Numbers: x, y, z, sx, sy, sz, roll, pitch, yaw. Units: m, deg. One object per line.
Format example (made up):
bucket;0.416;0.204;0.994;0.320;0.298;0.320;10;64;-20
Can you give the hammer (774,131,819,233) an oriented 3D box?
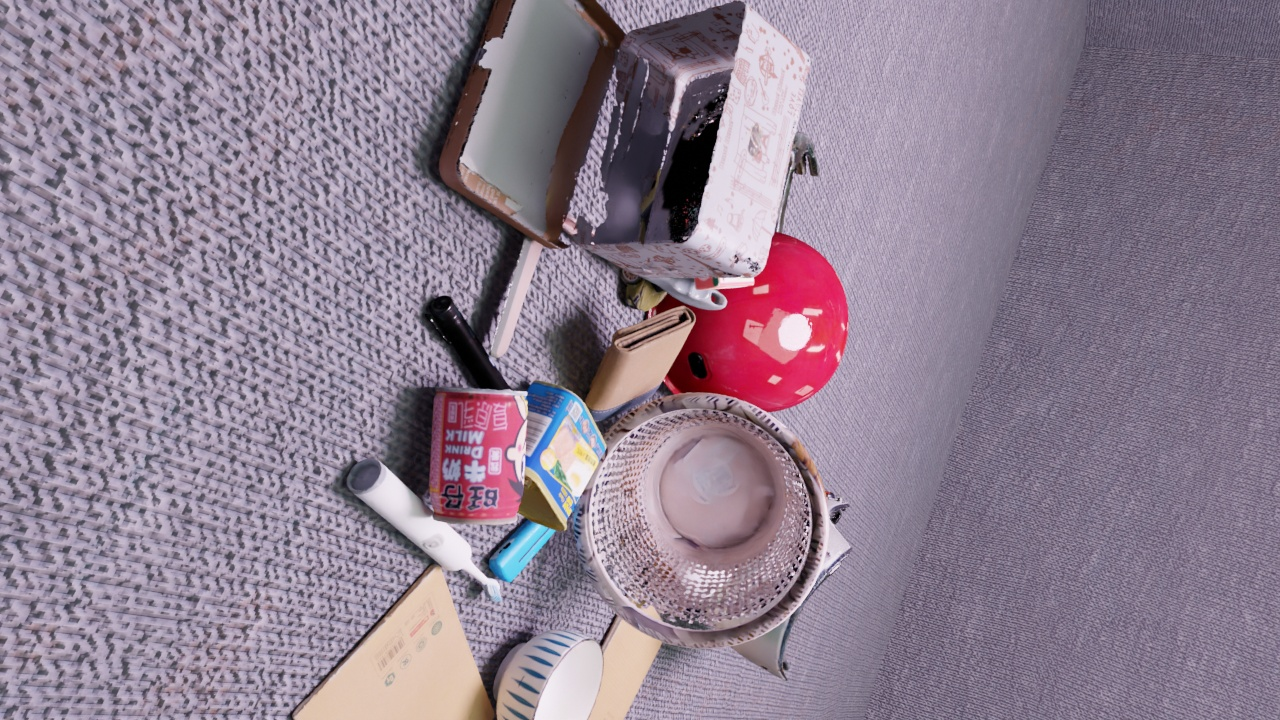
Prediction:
hammer;0.162;-0.113;1.115;0.125;0.032;0.324;-19;120;-56

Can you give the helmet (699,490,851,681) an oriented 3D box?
helmet;0.154;0.257;1.160;0.273;0.157;0.230;-41;155;-73

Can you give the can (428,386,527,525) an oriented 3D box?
can;-0.115;0.066;0.651;0.066;0.067;0.093;8;84;-62

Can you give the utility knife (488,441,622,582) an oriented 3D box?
utility knife;-0.069;0.129;0.839;0.203;0.018;0.034;-44;140;-45

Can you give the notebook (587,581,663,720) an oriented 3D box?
notebook;-0.034;0.372;1.036;0.211;0.012;0.149;-59;150;-25

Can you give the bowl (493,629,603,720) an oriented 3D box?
bowl;-0.091;0.297;0.834;0.116;0.066;0.117;-38;135;-50

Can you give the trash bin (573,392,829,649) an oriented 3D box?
trash bin;0.066;0.141;0.897;0.192;0.227;0.227;-2;107;-80

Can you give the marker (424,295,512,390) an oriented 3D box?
marker;-0.121;0.002;0.676;0.022;0.020;0.132;-47;144;-18

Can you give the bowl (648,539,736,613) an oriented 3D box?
bowl;0.049;0.221;1.034;0.065;0.119;0.118;56;44;-7

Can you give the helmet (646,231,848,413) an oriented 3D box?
helmet;0.129;-0.039;0.954;0.239;0.144;0.207;-6;99;-53

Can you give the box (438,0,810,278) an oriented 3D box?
box;-0.012;-0.171;0.629;0.193;0.157;0.183;21;79;-44

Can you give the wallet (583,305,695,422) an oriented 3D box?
wallet;-0.005;0.005;0.804;0.090;0.033;0.116;-24;159;-32

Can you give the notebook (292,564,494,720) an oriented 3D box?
notebook;-0.183;0.278;0.720;0.147;0.008;0.208;-47;142;-40

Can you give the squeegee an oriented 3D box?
squeegee;-0.010;-0.089;0.780;0.249;0.040;0.247;24;79;-45

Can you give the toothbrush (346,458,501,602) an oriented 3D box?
toothbrush;-0.150;0.135;0.685;0.027;0.026;0.221;-25;142;1

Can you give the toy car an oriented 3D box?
toy car;0.019;-0.120;0.846;0.070;0.042;0.158;-21;125;-56

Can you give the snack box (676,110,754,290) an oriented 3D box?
snack box;0.066;-0.142;0.822;0.076;0.027;0.156;-10;92;-59

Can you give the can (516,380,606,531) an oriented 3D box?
can;-0.077;0.078;0.757;0.083;0.057;0.102;-61;150;-28
